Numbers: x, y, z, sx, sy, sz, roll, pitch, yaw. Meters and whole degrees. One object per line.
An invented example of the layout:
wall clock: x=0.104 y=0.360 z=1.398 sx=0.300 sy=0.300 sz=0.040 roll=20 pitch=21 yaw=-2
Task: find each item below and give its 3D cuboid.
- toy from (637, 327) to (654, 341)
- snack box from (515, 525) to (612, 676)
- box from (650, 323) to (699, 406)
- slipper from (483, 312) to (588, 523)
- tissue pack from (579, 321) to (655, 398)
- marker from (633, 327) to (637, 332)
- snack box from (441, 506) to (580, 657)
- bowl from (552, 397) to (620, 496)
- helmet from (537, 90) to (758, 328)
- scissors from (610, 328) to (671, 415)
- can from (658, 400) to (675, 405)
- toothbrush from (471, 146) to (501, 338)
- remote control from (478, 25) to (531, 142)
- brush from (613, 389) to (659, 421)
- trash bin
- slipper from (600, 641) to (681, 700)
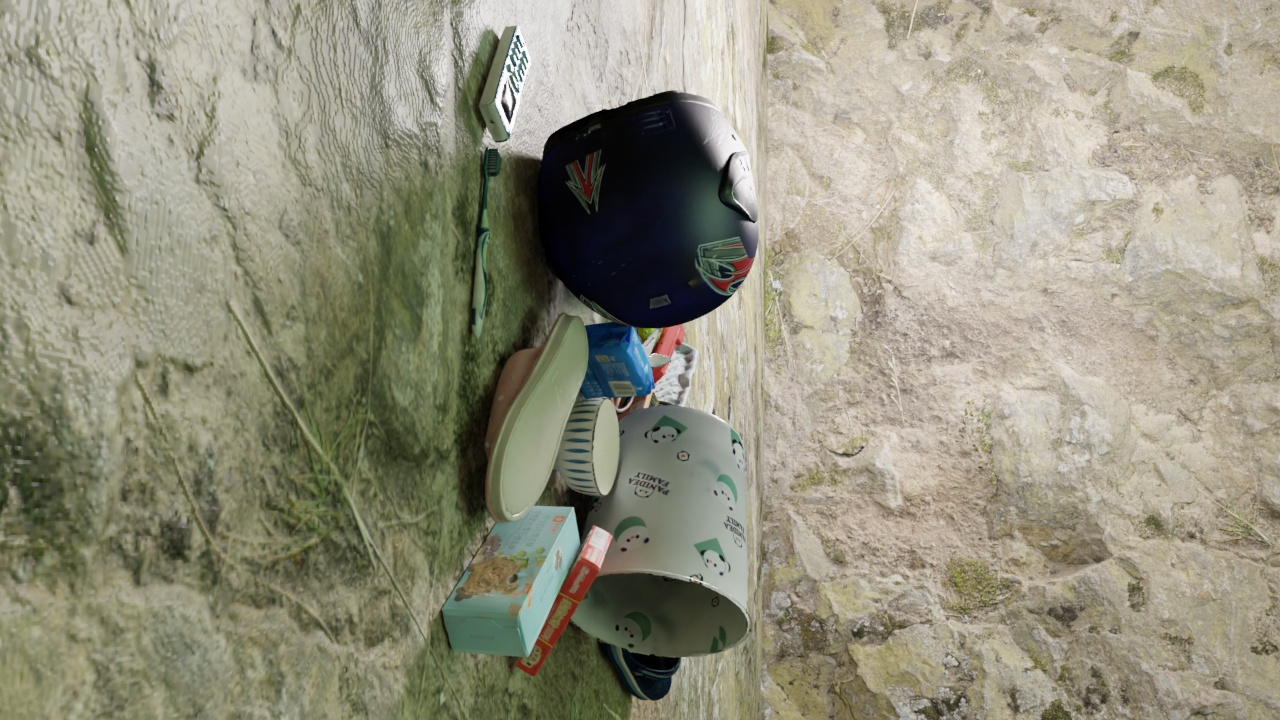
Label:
toy: x=0.010 y=-0.075 z=1.469 sx=0.100 sy=0.031 sz=0.097 roll=-74 pitch=159 yaw=-59
snack box: x=-0.079 y=0.251 z=0.959 sx=0.153 sy=0.025 sz=0.075 roll=-60 pitch=180 yaw=20
box: x=0.056 y=0.001 z=1.501 sx=0.095 sy=0.101 sz=0.200 roll=-48 pitch=-169 yaw=31
slipper: x=-0.113 y=0.049 z=0.940 sx=0.273 sy=0.054 sz=0.114 roll=-70 pitch=156 yaw=-46
tissue pack: x=-0.042 y=-0.003 z=1.142 sx=0.157 sy=0.095 sz=0.052 roll=65 pitch=27 yaw=-54
marker: x=-0.010 y=-0.086 z=1.416 sx=0.022 sy=0.020 sz=0.131 roll=59 pitch=32 yaw=-54
snack box: x=-0.118 y=0.204 z=0.875 sx=0.174 sy=0.074 sz=0.052 roll=-63 pitch=148 yaw=-62
bowl: x=-0.070 y=0.101 z=1.082 sx=0.116 sy=0.066 sz=0.116 roll=1 pitch=89 yaw=-76
helmet: x=0.024 y=-0.161 z=1.067 sx=0.314 sy=0.248 sz=0.240 roll=-22 pitch=93 yaw=-63
scissors: x=-0.012 y=0.001 z=1.300 sx=0.225 sy=0.015 sz=0.188 roll=38 pitch=49 yaw=-48
can: x=0.022 y=0.125 z=1.360 sx=0.110 sy=0.075 sz=0.075 roll=-56 pitch=148 yaw=-30
toothbrush: x=-0.148 y=-0.115 z=0.880 sx=0.016 sy=0.018 sz=0.191 roll=37 pitch=54 yaw=-72
remote control: x=-0.136 y=-0.279 z=0.920 sx=0.049 sy=0.024 sz=0.124 roll=69 pitch=24 yaw=-54
brush: x=-0.014 y=0.071 z=1.322 sx=0.073 sy=0.063 sz=0.145 roll=49 pitch=30 yaw=-20
trash bin: x=0.033 y=0.209 z=1.160 sx=0.230 sy=0.230 sz=0.251 roll=73 pitch=21 yaw=-48
slipper: x=0.011 y=0.419 z=1.344 sx=0.253 sy=0.095 sz=0.104 roll=66 pitch=30 yaw=-49
